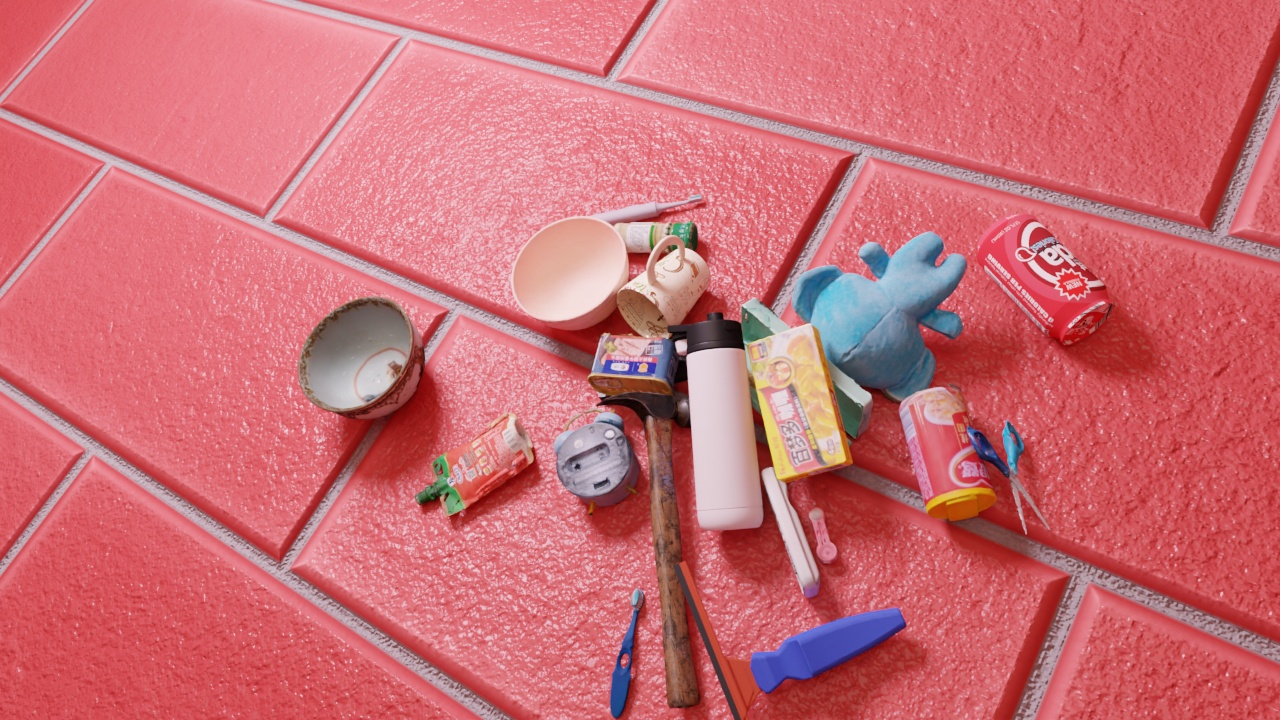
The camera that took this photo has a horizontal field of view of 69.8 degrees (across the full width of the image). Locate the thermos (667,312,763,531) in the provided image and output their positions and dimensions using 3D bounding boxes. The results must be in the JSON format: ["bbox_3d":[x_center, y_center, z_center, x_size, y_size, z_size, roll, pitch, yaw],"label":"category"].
[{"bbox_3d":[0.077,0.066,0.987,0.101,0.068,0.229,-17,74,52],"label":"thermos"}]

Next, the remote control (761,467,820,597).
[{"bbox_3d":[0.155,0.174,0.942,0.022,0.050,0.133,-19,60,3],"label":"remote control"}]

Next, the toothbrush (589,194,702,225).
[{"bbox_3d":[-0.010,-0.192,1.203,0.188,0.018,0.019,-10,59,12],"label":"toothbrush"}]

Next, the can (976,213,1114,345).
[{"bbox_3d":[0.428,-0.089,0.977,0.074,0.074,0.142,-31,59,0],"label":"can"}]

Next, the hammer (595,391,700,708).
[{"bbox_3d":[0.021,0.190,0.962,0.120,0.033,0.329,7,64,-26],"label":"hammer"}]

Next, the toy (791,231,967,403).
[{"bbox_3d":[0.268,-0.057,0.996,0.183,0.114,0.181,43,101,8],"label":"toy"}]

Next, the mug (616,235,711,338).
[{"bbox_3d":[0.030,-0.097,1.081,0.081,0.122,0.097,28,59,30],"label":"mug"}]

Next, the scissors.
[{"bbox_3d":[0.356,0.110,0.896,0.014,0.117,0.129,-35,43,44],"label":"scissors"}]

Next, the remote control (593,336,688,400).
[{"bbox_3d":[0.011,0.007,1.096,0.133,0.013,0.058,-14,60,11],"label":"remote control"}]

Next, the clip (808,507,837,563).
[{"bbox_3d":[0.187,0.177,0.941,0.023,0.043,0.060,-17,46,12],"label":"clip"}]

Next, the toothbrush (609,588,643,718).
[{"bbox_3d":[-0.014,0.301,0.950,0.021,0.016,0.132,2,64,21],"label":"toothbrush"}]

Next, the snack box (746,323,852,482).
[{"bbox_3d":[0.163,0.044,0.951,0.075,0.025,0.152,-19,69,24],"label":"snack box"}]

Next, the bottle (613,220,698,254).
[{"bbox_3d":[0.016,-0.155,1.162,0.110,0.043,0.042,3,65,20],"label":"bottle"}]

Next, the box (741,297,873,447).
[{"bbox_3d":[0.152,0.028,1.001,0.091,0.077,0.188,-35,59,-17],"label":"box"}]

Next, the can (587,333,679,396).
[{"bbox_3d":[-0.006,0.006,1.061,0.100,0.054,0.058,3,64,19],"label":"can"}]

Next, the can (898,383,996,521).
[{"bbox_3d":[0.308,0.093,0.925,0.067,0.067,0.124,-14,60,10],"label":"can"}]

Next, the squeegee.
[{"bbox_3d":[0.165,0.280,0.881,0.185,0.055,0.249,-23,76,5],"label":"squeegee"}]

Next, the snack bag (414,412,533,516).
[{"bbox_3d":[-0.202,0.128,1.090,0.155,0.044,0.087,-32,53,5],"label":"snack bag"}]

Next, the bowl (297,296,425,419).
[{"bbox_3d":[-0.336,0.010,1.157,0.160,0.094,0.159,-8,62,14],"label":"bowl"}]

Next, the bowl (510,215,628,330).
[{"bbox_3d":[-0.078,-0.097,1.142,0.153,0.076,0.152,-8,60,14],"label":"bowl"}]

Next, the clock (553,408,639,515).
[{"bbox_3d":[-0.051,0.109,1.041,0.089,0.052,0.124,-26,58,5],"label":"clock"}]
